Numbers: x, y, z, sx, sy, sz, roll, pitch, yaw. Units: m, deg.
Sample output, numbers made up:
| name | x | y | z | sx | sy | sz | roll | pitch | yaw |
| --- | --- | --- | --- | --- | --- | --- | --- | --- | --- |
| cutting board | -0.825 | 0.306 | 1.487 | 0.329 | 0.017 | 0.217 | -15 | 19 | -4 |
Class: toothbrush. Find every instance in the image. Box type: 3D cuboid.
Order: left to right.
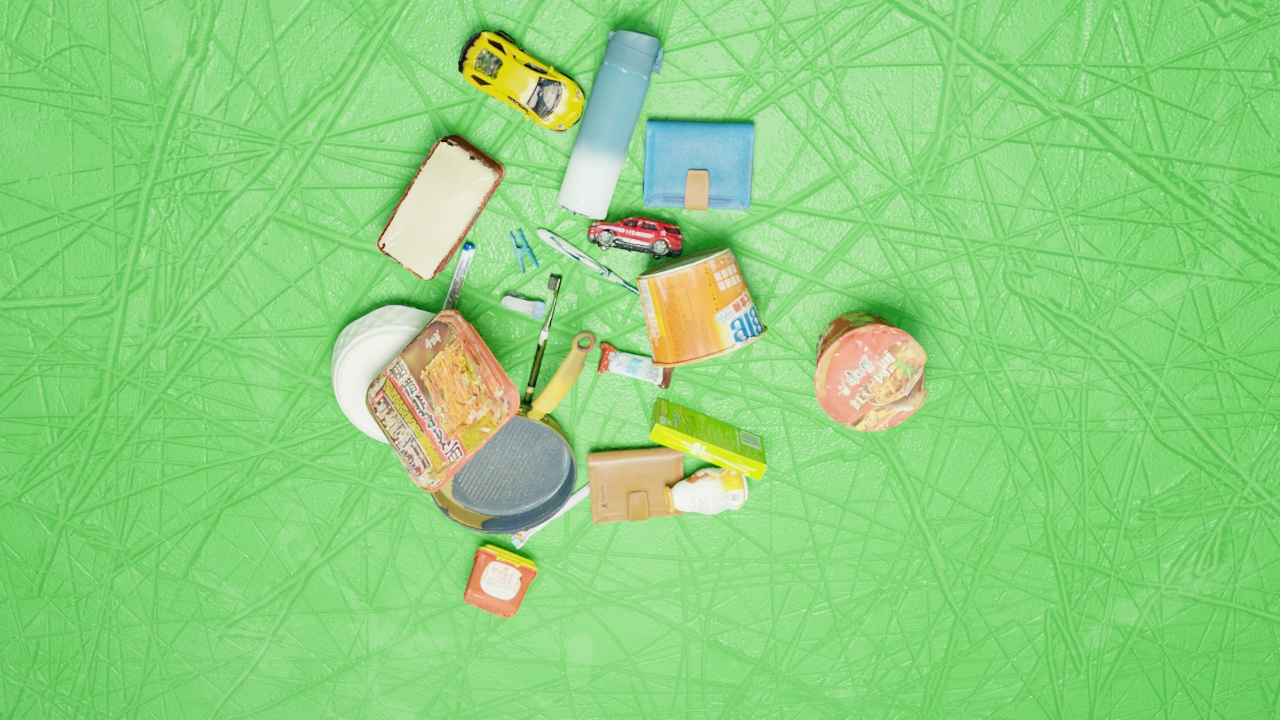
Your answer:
| name | x | y | z | sx | sy | sz | roll | pitch | yaw |
| --- | --- | --- | --- | --- | --- | --- | --- | --- | --- |
| toothbrush | -0.132 | -0.027 | 1.209 | 0.017 | 0.012 | 0.186 | 17 | 111 | 2 |
| toothbrush | -0.108 | 0.204 | 1.292 | 0.189 | 0.029 | 0.021 | -37 | 145 | 13 |
| toothbrush | -0.050 | -0.114 | 1.168 | 0.191 | 0.018 | 0.016 | 31 | 109 | -9 |

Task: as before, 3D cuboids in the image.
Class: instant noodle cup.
| name | x | y | z | sx | sy | sz | roll | pitch | yaw |
| --- | --- | --- | --- | --- | --- | --- | --- | --- | --- |
| instant noodle cup | -0.231 | 0.046 | 1.120 | 0.189 | 0.079 | 0.164 | -42 | 73 | 21 |
| instant noodle cup | 0.068 | -0.068 | 1.117 | 0.151 | 0.151 | 0.111 | -17 | 100 | 9 |
| instant noodle cup | 0.278 | 0.005 | 1.148 | 0.138 | 0.108 | 0.138 | 1 | 111 | 2 |

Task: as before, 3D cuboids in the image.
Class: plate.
| name | x | y | z | sx | sy | sz | roll | pitch | yaw |
| --- | --- | --- | --- | --- | --- | --- | --- | --- | --- |
| plate | -0.309 | 0.029 | 1.207 | 0.205 | 0.045 | 0.205 | -1 | 119 | -1 |

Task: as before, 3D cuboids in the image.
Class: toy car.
| name | x | y | z | sx | sy | sz | roll | pitch | yaw |
| --- | --- | --- | --- | --- | --- | --- | --- | --- | --- |
| toy car | -0.137 | -0.328 | 1.080 | 0.156 | 0.041 | 0.071 | 30 | 109 | -10 |
| toy car | -0.006 | -0.153 | 1.134 | 0.120 | 0.053 | 0.045 | 7 | 87 | -6 |

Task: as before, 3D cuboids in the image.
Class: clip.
| name | x | y | z | sx | sy | sz | roll | pitch | yaw |
| --- | --- | --- | --- | --- | --- | --- | --- | --- | --- |
| clip | -0.149 | -0.139 | 1.167 | 0.041 | 0.014 | 0.056 | -17 | 110 | 8 |
| clip | -0.150 | -0.072 | 1.186 | 0.057 | 0.028 | 0.024 | 17 | 112 | -1 |

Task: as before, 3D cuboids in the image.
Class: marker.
| name | x | y | z | sx | sy | sz | roll | pitch | yaw |
| --- | --- | --- | --- | --- | --- | --- | --- | --- | --- |
| marker | -0.243 | -0.085 | 1.190 | 0.017 | 0.016 | 0.146 | 22 | 110 | -5 |

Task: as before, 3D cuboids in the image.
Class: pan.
| name | x | y | z | sx | sy | sz | roll | pitch | yaw |
| --- | --- | --- | --- | --- | --- | --- | --- | --- | --- |
| pan | -0.146 | 0.093 | 1.189 | 0.197 | 0.078 | 0.358 | 20 | 115 | -22 |

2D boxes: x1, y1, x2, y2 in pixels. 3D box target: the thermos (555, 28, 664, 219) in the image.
| name | x | y | z | sx | sy | sz | roll | pitch | yaw |
| --- | --- | --- | --- | --- | --- | --- | --- | --- | --- |
| thermos | -0.036 | -0.278 | 1.081 | 0.070 | 0.070 | 0.221 | 20 | 110 | -5 |

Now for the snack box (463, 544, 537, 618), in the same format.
| name | x | y | z | sx | sy | sz | roll | pitch | yaw |
| --- | --- | --- | --- | --- | --- | --- | --- | --- | --- |
| snack box | -0.200 | 0.313 | 1.294 | 0.091 | 0.080 | 0.082 | 23 | 152 | -6 |

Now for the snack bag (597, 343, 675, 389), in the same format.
| name | x | y | z | sx | sy | sz | roll | pitch | yaw |
| --- | --- | --- | --- | --- | --- | --- | --- | --- | --- |
| snack bag | -0.007 | 0.007 | 1.207 | 0.105 | 0.026 | 0.045 | 13 | 102 | -3 |

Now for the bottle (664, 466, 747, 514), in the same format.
| name | x | y | z | sx | sy | sz | roll | pitch | yaw |
| --- | --- | --- | --- | --- | --- | --- | --- | --- | --- |
| bottle | 0.088 | 0.177 | 1.237 | 0.108 | 0.063 | 0.063 | -10 | 111 | -11 |

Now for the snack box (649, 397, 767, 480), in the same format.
| name | x | y | z | sx | sy | sz | roll | pitch | yaw |
| --- | --- | --- | --- | --- | --- | --- | --- | --- | --- |
| snack box | 0.089 | 0.102 | 1.207 | 0.156 | 0.085 | 0.026 | 21 | 111 | -6 |

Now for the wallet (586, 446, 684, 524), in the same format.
| name | x | y | z | sx | sy | sz | roll | pitch | yaw |
| --- | --- | --- | --- | --- | --- | --- | --- | --- | --- |
| wallet | -0.006 | 0.170 | 1.259 | 0.132 | 0.031 | 0.108 | -4 | 111 | -5 |

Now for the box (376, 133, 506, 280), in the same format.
| name | x | y | z | sx | sy | sz | roll | pitch | yaw |
| --- | --- | --- | --- | --- | --- | --- | --- | --- | --- |
| box | -0.243 | -0.184 | 1.119 | 0.091 | 0.078 | 0.169 | 34 | 109 | -9 |

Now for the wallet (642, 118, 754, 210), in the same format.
| name | x | y | z | sx | sy | sz | roll | pitch | yaw |
| --- | --- | --- | --- | --- | --- | --- | --- | --- | --- |
| wallet | 0.070 | -0.235 | 1.108 | 0.133 | 0.040 | 0.106 | 3 | 106 | 2 |
